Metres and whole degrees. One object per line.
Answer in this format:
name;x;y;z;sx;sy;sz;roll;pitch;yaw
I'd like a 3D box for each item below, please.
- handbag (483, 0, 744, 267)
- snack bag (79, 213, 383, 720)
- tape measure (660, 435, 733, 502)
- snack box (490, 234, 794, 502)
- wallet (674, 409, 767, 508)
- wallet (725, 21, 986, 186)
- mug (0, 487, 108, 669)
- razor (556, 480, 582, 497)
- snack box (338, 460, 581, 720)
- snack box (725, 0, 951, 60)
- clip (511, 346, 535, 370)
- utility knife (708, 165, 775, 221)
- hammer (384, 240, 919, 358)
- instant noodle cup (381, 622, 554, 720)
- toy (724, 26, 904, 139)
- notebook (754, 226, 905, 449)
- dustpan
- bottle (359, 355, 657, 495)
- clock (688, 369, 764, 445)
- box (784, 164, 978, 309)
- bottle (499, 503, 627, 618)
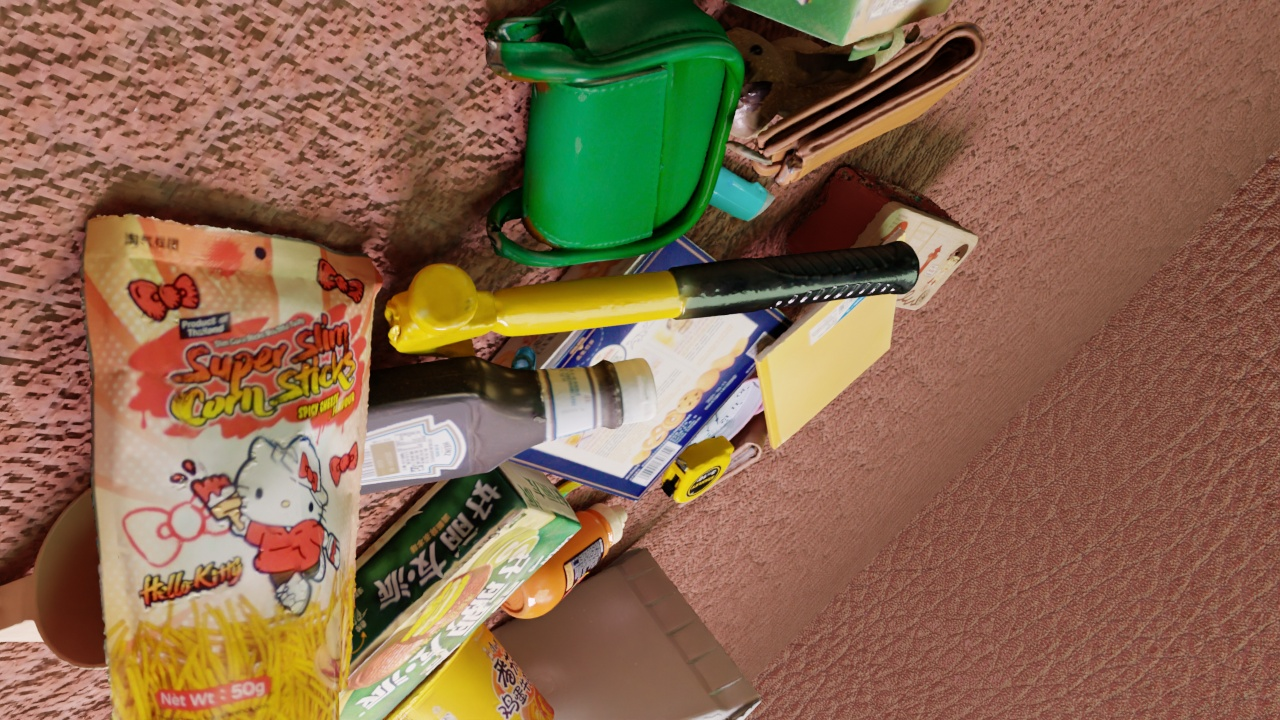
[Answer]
handbag;-0.018;-0.112;0.439;0.120;0.068;0.132;-20;148;-26
snack bag;-0.161;0.051;0.378;0.128;0.073;0.208;1;92;-56
tape measure;0.042;0.085;0.731;0.059;0.029;0.057;-20;147;-39
snack box;-0.004;0.004;0.618;0.178;0.046;0.182;-49;143;10
wallet;0.082;0.080;0.857;0.116;0.020;0.101;-42;-170;35
wallet;0.103;-0.118;0.465;0.119;0.035;0.130;-24;-177;7
mug;-0.239;0.115;0.453;0.125;0.084;0.103;-21;158;8
razor;-0.069;0.122;0.763;0.132;0.028;0.043;-36;-175;-22
snack box;-0.161;0.171;0.659;0.240;0.063;0.114;-44;157;0
snack box;0.090;-0.206;0.396;0.118;0.105;0.118;-29;151;-32
clip;-0.069;0.020;0.531;0.047;0.014;0.057;-98;-167;-71
utility knife;0.047;-0.115;0.587;0.029;0.013;0.151;-54;151;15
hammer;0.017;-0.036;0.488;0.300;0.033;0.129;-8;177;-21
instant noodle cup;-0.147;0.298;0.767;0.138;0.110;0.138;-44;-176;3
toy;0.093;-0.168;0.526;0.156;0.066;0.105;-29;-166;-36
notebook;0.154;-0.007;0.739;0.145;0.010;0.206;-41;156;-6
dustpan;-0.057;0.346;0.918;0.257;0.222;0.143;-14;131;-29
bottle;-0.088;0.030;0.487;0.194;0.044;0.080;-9;144;-14
clock;0.057;0.036;0.779;0.117;0.060;0.158;-46;156;8
box;0.198;-0.105;0.764;0.168;0.080;0.091;3;130;-50
bottle;-0.064;0.166;0.808;0.149;0.067;0.067;-27;151;-45
